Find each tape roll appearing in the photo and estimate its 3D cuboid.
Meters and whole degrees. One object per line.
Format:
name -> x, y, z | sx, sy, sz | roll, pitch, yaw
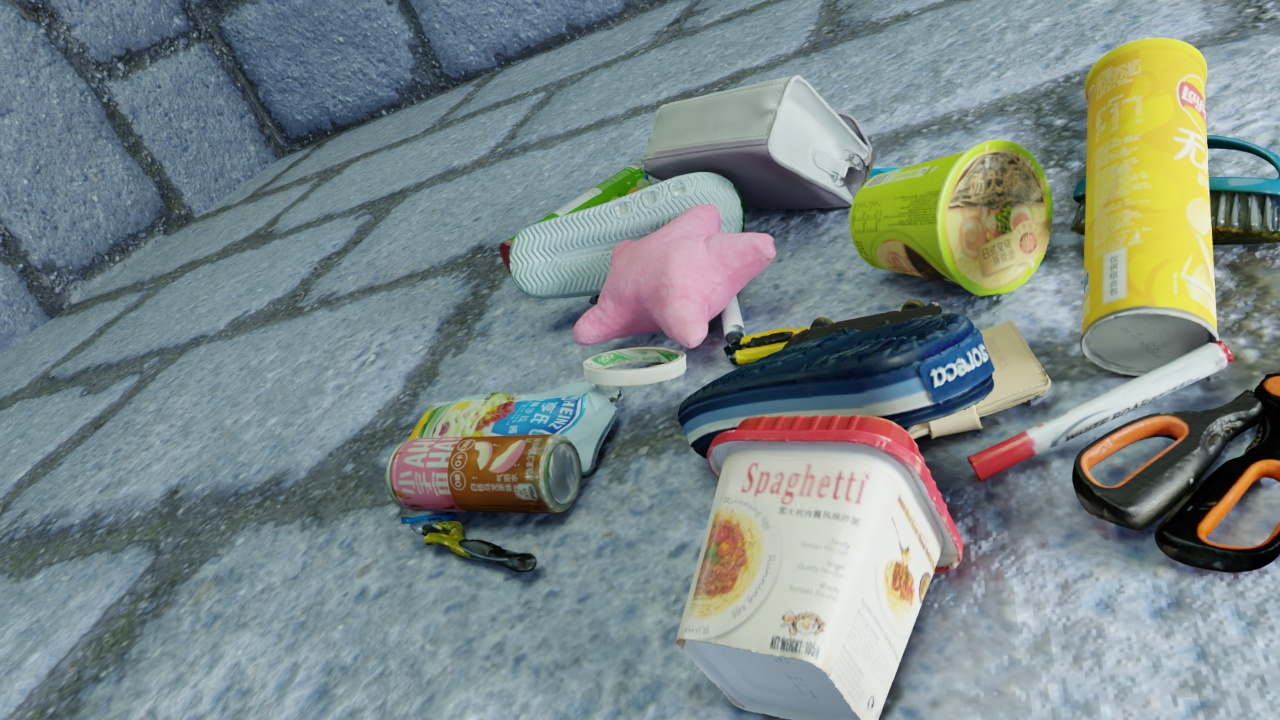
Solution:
tape roll -> -0.005, 0.004, 0.767 | 0.086, 0.014, 0.085 | -5, 13, 1

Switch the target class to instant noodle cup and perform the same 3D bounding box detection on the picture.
instant noodle cup -> 0.084, 0.105, 0.453 | 0.117, 0.117, 0.124 | -2, 47, 38
instant noodle cup -> 0.231, -0.108, 0.712 | 0.111, 0.112, 0.123 | -35, 20, -17

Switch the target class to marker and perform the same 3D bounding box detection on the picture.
marker -> 0.081, -0.050, 0.822 | 0.023, 0.018, 0.130 | -12, 28, 6
marker -> 0.253, 0.029, 0.509 | 0.145, 0.017, 0.017 | -29, 26, 14

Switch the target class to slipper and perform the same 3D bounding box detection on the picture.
slipper -> 0.116, 0.034, 0.550 | 0.105, 0.095, 0.253 | -20, -1, -25
slipper -> -0.013, -0.117, 0.937 | 0.245, 0.104, 0.074 | -12, 0, 8

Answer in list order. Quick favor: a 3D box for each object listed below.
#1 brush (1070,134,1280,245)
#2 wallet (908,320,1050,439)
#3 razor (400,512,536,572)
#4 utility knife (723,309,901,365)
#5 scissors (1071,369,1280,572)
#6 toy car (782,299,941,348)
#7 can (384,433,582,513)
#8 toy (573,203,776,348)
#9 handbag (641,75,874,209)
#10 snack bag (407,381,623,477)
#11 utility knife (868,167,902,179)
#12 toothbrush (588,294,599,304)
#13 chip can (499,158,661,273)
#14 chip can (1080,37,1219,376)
brush -> 0.368, -0.116, 0.622 | 0.055, 0.073, 0.144 | 8, 3, -40
wallet -> 0.197, 0.019, 0.593 | 0.115, 0.024, 0.087 | -21, 26, 15
razor -> -0.120, 0.134, 0.664 | 0.042, 0.022, 0.143 | -1, 5, -43
utility knife -> 0.136, -0.020, 0.722 | 0.157, 0.015, 0.033 | -11, 33, 27
scissors -> 0.333, 0.034, 0.465 | 0.234, 0.022, 0.152 | -19, 34, -1
toy car -> 0.158, -0.012, 0.660 | 0.123, 0.037, 0.056 | -12, 22, 35
can -> -0.119, 0.086, 0.695 | 0.147, 0.058, 0.057 | -4, 34, 27
toy -> 0.037, -0.082, 0.821 | 0.195, 0.074, 0.178 | -1, 52, 43
handbag -> 0.120, -0.215, 0.944 | 0.197, 0.145, 0.098 | 10, 76, 52
snack bag -> -0.106, 0.057, 0.773 | 0.191, 0.039, 0.110 | -6, 27, 27
utility knife -> 0.245, -0.183, 0.920 | 0.034, 0.018, 0.225 | -39, 28, -23
toothbrush -> 0.002, -0.115, 1.011 | 0.017, 0.016, 0.187 | -10, 30, 48
chip can -> -0.052, -0.168, 1.088 | 0.235, 0.072, 0.072 | -36, 28, -20
chip can -> 0.311, -0.099, 0.565 | 0.072, 0.072, 0.212 | -5, 56, 35
